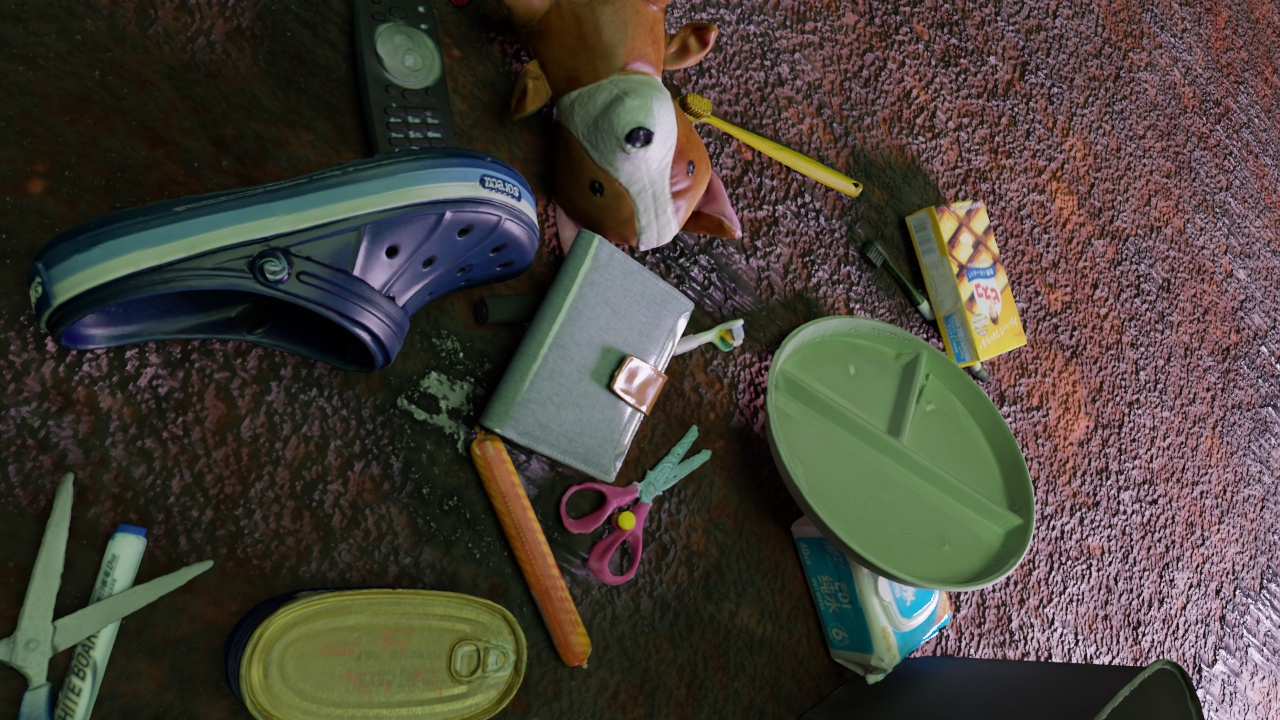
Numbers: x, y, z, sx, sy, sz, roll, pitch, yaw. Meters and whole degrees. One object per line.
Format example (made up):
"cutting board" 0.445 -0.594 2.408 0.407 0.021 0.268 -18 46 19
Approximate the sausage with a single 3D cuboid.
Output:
"sausage" -0.066 0.114 0.551 0.021 0.021 0.165 -27 99 -34

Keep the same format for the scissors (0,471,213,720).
"scissors" -0.271 0.136 0.395 0.175 0.012 0.162 -14 85 -27

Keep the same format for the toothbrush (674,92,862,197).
"toothbrush" 0.105 -0.165 0.713 0.190 0.017 0.015 17 75 -32

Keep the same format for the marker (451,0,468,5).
"marker" -0.076 -0.277 0.603 0.017 0.017 0.145 49 59 -19

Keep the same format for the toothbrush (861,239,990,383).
"toothbrush" 0.251 -0.038 0.799 0.186 0.012 0.017 43 68 -23

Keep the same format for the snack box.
"snack box" 0.287 -0.070 0.807 0.086 0.034 0.140 -14 89 -41

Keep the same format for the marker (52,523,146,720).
"marker" -0.254 0.147 0.417 0.017 0.017 0.145 20 72 -31

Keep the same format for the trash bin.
"trash bin" 0.235 0.305 0.611 0.198 0.220 0.199 -20 95 -36

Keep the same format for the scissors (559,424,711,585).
"scissors" -0.002 0.079 0.607 0.077 0.017 0.137 48 55 -10

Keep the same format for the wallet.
"wallet" -0.025 0.002 0.559 0.106 0.037 0.129 30 84 -38

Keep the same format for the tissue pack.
"tissue pack" 0.177 0.158 0.687 0.089 0.063 0.140 -21 95 -37

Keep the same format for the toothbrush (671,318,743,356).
"toothbrush" -0.004 0.004 0.612 0.189 0.029 0.020 -18 51 -34

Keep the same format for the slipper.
"slipper" -0.154 -0.040 0.459 0.252 0.105 0.095 -15 84 -33

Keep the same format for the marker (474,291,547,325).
"marker" -0.044 -0.036 0.588 0.131 0.022 0.020 -8 80 -36

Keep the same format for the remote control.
"remote control" -0.139 -0.158 0.537 0.053 0.024 0.136 -7 86 -34

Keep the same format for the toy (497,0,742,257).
"toy" -0.012 -0.157 0.571 0.140 0.130 0.199 -12 102 -4

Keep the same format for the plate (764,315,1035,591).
"plate" 0.190 0.065 0.679 0.230 0.028 0.229 14 51 -17

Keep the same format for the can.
"can" -0.136 0.155 0.479 0.148 0.049 0.074 10 78 -34
